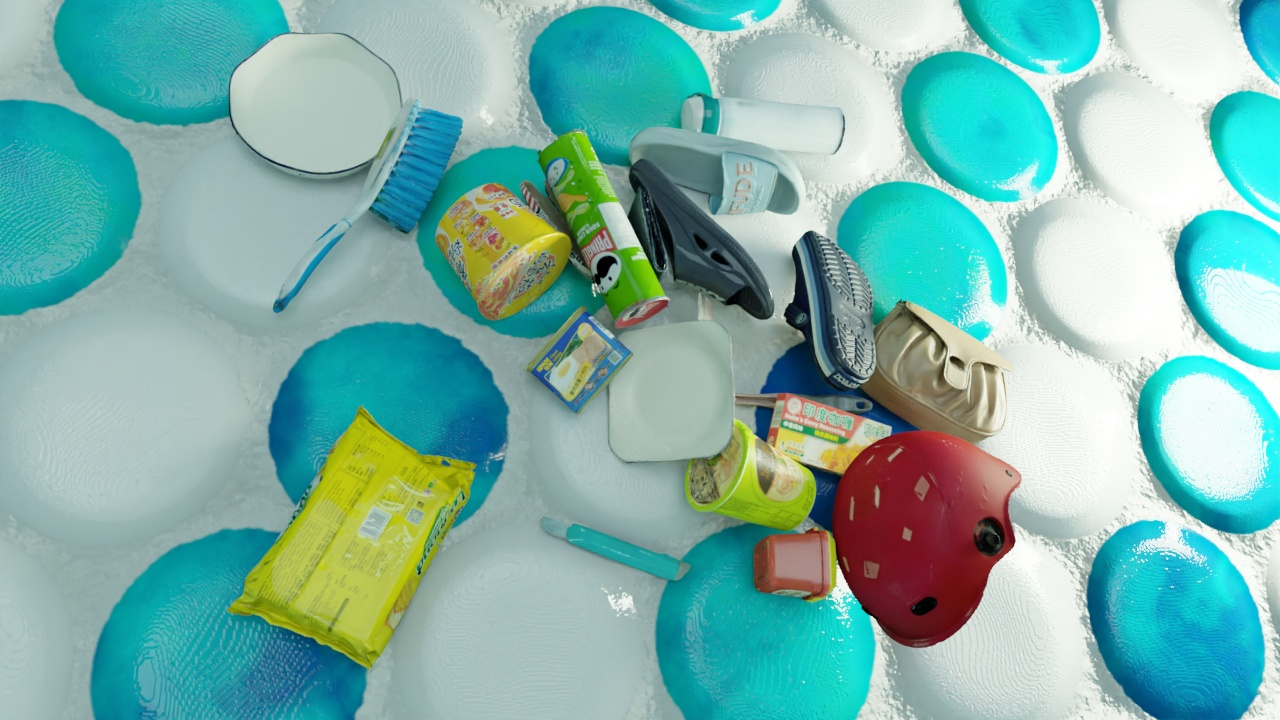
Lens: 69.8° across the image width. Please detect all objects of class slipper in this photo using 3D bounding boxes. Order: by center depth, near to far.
[{"bbox_3d":[0.060,-0.138,1.167,0.083,0.111,0.268,-40,78,-8],"label":"slipper"},{"bbox_3d":[0.239,-0.056,1.179,0.105,0.095,0.252,29,41,-29],"label":"slipper"},{"bbox_3d":[0.101,-0.241,1.209,0.245,0.104,0.074,15,64,-4],"label":"slipper"}]

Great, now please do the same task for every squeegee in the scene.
[{"bbox_3d":[0.176,0.051,1.152,0.249,0.040,0.247,4,85,-19],"label":"squeegee"}]

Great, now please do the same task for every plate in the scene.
[{"bbox_3d":[0.039,0.038,1.083,0.165,0.034,0.163,-6,77,29],"label":"plate"},{"bbox_3d":[-0.398,-0.312,1.136,0.204,0.046,0.204,4,69,-12],"label":"plate"}]

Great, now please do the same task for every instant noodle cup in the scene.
[{"bbox_3d":[0.133,0.140,1.061,0.123,0.112,0.111,26,64,-25],"label":"instant noodle cup"},{"bbox_3d":[-0.167,-0.134,1.085,0.137,0.138,0.110,-36,74,-23],"label":"instant noodle cup"}]

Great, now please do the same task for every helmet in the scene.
[{"bbox_3d":[0.296,0.181,1.029,0.144,0.208,0.239,36,58,-18],"label":"helmet"}]

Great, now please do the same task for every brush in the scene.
[{"bbox_3d":[-0.319,-0.177,1.088,0.109,0.061,0.314,30,76,-36],"label":"brush"}]

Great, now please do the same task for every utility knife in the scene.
[{"bbox_3d":[-0.029,0.215,1.051,0.182,0.013,0.029,22,63,-7],"label":"utility knife"}]

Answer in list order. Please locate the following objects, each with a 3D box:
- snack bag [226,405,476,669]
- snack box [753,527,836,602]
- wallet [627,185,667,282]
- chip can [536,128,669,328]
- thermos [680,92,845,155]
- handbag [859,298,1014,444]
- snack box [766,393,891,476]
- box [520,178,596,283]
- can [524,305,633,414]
[{"bbox_3d":[-0.293,0.185,0.965,0.158,0.068,0.245,28,65,-3],"label":"snack bag"},{"bbox_3d":[0.175,0.234,1.057,0.080,0.091,0.082,5,69,-5],"label":"snack box"},{"bbox_3d":[0.004,-0.145,1.148,0.019,0.097,0.120,-7,72,-15],"label":"wallet"},{"bbox_3d":[-0.046,-0.157,1.092,0.072,0.072,0.236,-21,78,-21],"label":"chip can"},{"bbox_3d":[0.168,-0.331,1.277,0.224,0.073,0.073,2,70,-14],"label":"thermos"},{"bbox_3d":[0.385,0.015,1.185,0.204,0.100,0.147,30,63,-6],"label":"handbag"},{"bbox_3d":[0.233,0.098,1.134,0.155,0.027,0.077,17,80,-18],"label":"snack box"},{"bbox_3d":[-0.082,-0.172,1.147,0.162,0.076,0.086,53,36,4],"label":"box"},{"bbox_3d":[-0.071,0.001,1.081,0.083,0.057,0.102,43,98,1],"label":"can"}]
